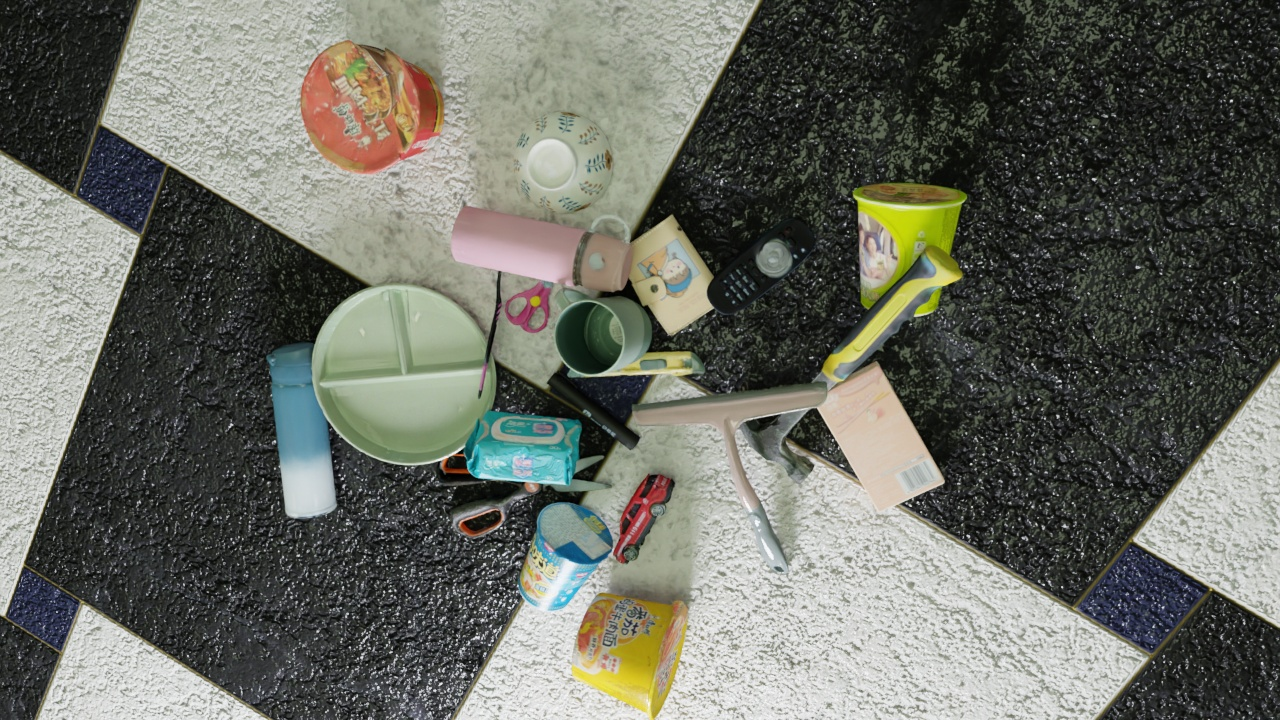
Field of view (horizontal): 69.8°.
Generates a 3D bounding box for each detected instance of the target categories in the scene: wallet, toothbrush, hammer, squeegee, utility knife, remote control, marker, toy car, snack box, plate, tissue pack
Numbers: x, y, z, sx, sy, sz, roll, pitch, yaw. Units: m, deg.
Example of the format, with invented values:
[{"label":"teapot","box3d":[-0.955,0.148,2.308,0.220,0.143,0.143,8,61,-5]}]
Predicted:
[{"label":"wallet","box3d":[0.033,-0.095,1.049,0.087,0.024,0.115,-33,97,12]},{"label":"toothbrush","box3d":[-0.171,-0.046,1.090,0.018,0.014,0.189,11,94,-1]},{"label":"hammer","box3d":[0.213,0.001,0.976,0.126,0.031,0.324,40,129,5]},{"label":"squeegee","box3d":[0.128,0.154,1.066,0.248,0.040,0.250,-9,112,31]},{"label":"utility knife","box3d":[-0.006,0.006,1.088,0.166,0.018,0.031,-3,94,16]},{"label":"remote control","box3d":[0.133,-0.105,1.022,0.136,0.024,0.053,-39,95,10]},{"label":"marker","box3d":[-0.056,0.060,1.107,0.132,0.020,0.022,39,78,1]},{"label":"toy car","box3d":[0.000,0.190,1.112,0.045,0.052,0.121,28,105,4]},{"label":"snack box","box3d":[0.270,0.088,1.044,0.085,0.026,0.157,-29,96,17]},{"label":"plate","box3d":[-0.288,0.017,1.127,0.230,0.027,0.230,1,104,5]},{"label":"tissue pack","box3d":[-0.138,0.101,1.082,0.133,0.093,0.050,5,113,-4]}]

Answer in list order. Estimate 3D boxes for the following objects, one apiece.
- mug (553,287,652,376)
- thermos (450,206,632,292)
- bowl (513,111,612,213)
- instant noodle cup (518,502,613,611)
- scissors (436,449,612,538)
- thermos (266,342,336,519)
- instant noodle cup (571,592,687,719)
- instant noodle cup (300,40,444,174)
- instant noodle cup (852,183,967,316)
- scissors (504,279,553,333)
[{"label":"mug","box3d":[-0.048,-0.039,1.032,0.112,0.106,0.082,45,109,9]},{"label":"thermos","box3d":[-0.108,-0.133,1.033,0.199,0.067,0.087,12,94,11]},{"label":"bowl","box3d":[-0.091,-0.219,1.022,0.113,0.062,0.113,2,104,9]},{"label":"instant noodle cup","box3d":[-0.100,0.246,1.124,0.099,0.099,0.110,30,120,3]},{"label":"scissors","box3d":[-0.156,0.147,1.146,0.230,0.021,0.190,-41,93,18]},{"label":"thermos","box3d":[-0.427,0.088,1.164,0.070,0.070,0.220,2,104,11]},{"label":"instant noodle cup","box3d":[-0.014,0.350,1.117,0.110,0.137,0.138,14,106,17]},{"label":"instant noodle cup","box3d":[-0.289,-0.278,1.021,0.138,0.108,0.138,3,104,10]},{"label":"instant noodle cup","box3d":[0.274,-0.114,0.958,0.112,0.111,0.123,3,113,10]},{"label":"scissors","box3d":[-0.110,-0.093,1.081,0.056,0.017,0.133,31,105,-13]}]
